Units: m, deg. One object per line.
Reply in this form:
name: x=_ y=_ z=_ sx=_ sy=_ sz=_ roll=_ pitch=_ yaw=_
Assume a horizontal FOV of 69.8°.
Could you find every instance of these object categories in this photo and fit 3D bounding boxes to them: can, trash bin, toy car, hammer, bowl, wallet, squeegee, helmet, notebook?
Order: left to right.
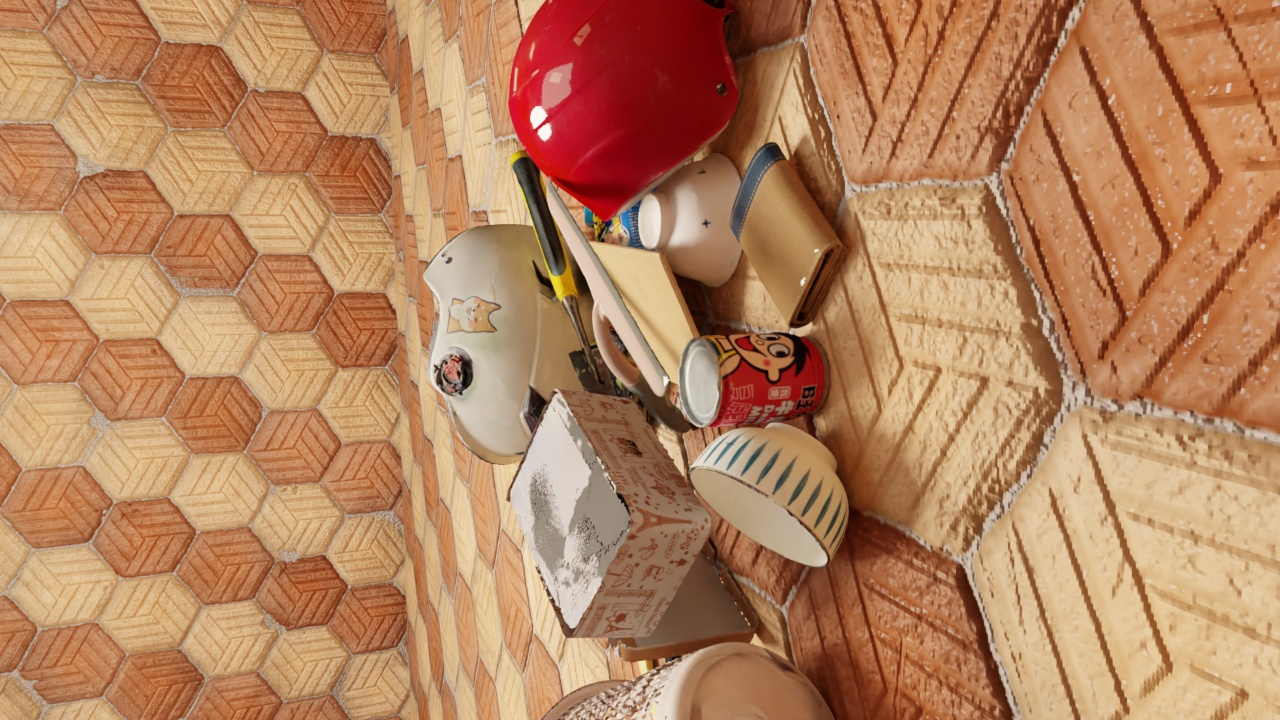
helmet: x=-0.110 y=-0.026 z=1.021 sx=0.157 sy=0.229 sz=0.274 roll=-10 pitch=85 yaw=35
hammer: x=-0.074 y=-0.078 z=0.899 sx=0.126 sy=0.032 sz=0.323 roll=73 pitch=177 yaw=-64
helmet: x=-0.031 y=-0.257 z=0.783 sx=0.208 sy=0.143 sz=0.239 roll=-30 pitch=50 yaw=42
toy car: x=-0.017 y=0.034 z=0.966 sx=0.070 sy=0.042 sz=0.158 roll=46 pitch=151 yaw=41
can: x=-0.010 y=-0.131 z=0.928 sx=0.102 sy=0.057 sz=0.083 roll=152 pitch=111 yaw=-66
squeegee: x=-0.005 y=0.005 z=0.792 sx=0.247 sy=0.040 sz=0.250 roll=59 pitch=180 yaw=39
notebook: x=0.002 y=-0.045 z=0.877 sx=0.212 sy=0.012 sz=0.149 roll=23 pitch=142 yaw=63
bowl: x=0.037 y=-0.123 z=0.806 sx=0.118 sy=0.064 sz=0.118 roll=177 pitch=90 yaw=-67
trash bin: x=0.042 y=0.320 z=0.696 sx=0.193 sy=0.227 sz=0.227 roll=-52 pitch=44 yaw=40
can: x=0.083 y=0.013 z=0.674 sx=0.067 sy=0.093 sz=0.066 roll=177 pitch=90 yaw=-67
bowl: x=0.099 y=0.087 z=0.655 sx=0.066 sy=0.116 sz=0.117 roll=-53 pitch=13 yaw=-19
wallet: x=0.107 y=-0.094 z=0.684 sx=0.090 sy=0.033 sz=0.115 roll=108 pitch=149 yaw=-46

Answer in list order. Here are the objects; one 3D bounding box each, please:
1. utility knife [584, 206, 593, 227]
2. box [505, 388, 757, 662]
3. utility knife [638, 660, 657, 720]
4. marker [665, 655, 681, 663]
utility knife: x=-0.024 y=-0.182 z=1.001 sx=0.205 sy=0.018 sz=0.034 roll=168 pitch=99 yaw=-69
box: x=0.012 y=0.142 z=0.781 sx=0.183 sy=0.193 sz=0.157 roll=55 pitch=128 yaw=47
utility knife: x=0.004 y=0.334 z=1.000 sx=0.031 sy=0.021 sz=0.206 roll=-50 pitch=56 yaw=58
marker: x=0.021 y=0.247 z=0.949 sx=0.020 sy=0.022 sz=0.132 roll=-21 pitch=69 yaw=28
